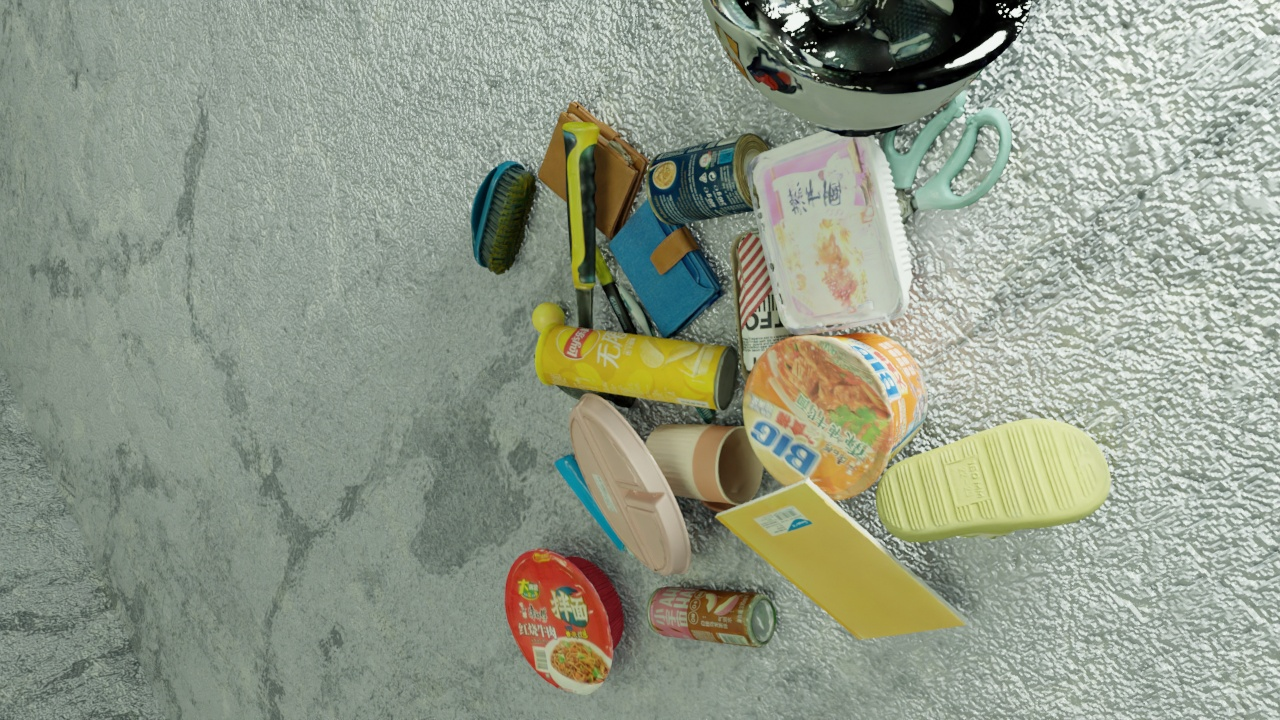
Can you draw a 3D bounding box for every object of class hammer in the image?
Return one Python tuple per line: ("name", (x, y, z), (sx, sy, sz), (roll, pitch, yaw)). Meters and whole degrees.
("hammer", (-0.067, -0.103, 1.038), (0.126, 0.031, 0.324), (10, 115, 24))

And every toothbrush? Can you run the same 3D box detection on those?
("toothbrush", (0.029, -0.010, 1.033), (0.018, 0.016, 0.191), (-41, 75, 29))

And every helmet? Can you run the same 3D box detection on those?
("helmet", (0.163, -0.285, 0.740), (0.274, 0.230, 0.157), (50, 170, 16))

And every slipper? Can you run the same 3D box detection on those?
("slipper", (0.302, 0.110, 0.793), (0.191, 0.081, 0.091), (-17, 65, 28))

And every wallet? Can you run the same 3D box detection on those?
("wallet", (0.026, -0.102, 0.998), (0.107, 0.040, 0.133), (-43, 73, 43))
("wallet", (-0.055, -0.216, 1.041), (0.132, 0.031, 0.108), (42, 128, 24))

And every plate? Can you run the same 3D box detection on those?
("plate", (-0.019, 0.144, 1.033), (0.229, 0.028, 0.230), (50, 157, 30))

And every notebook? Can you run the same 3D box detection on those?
("notebook", (0.185, 0.196, 0.871), (0.206, 0.010, 0.146), (41, 145, -10))

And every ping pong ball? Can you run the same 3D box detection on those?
("ping pong ball", (-0.113, -0.051, 1.125), (0.040, 0.040, 0.040), (12, 108, 38))

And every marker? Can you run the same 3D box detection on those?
("marker", (-0.034, -0.077, 1.068), (0.018, 0.015, 0.124), (-30, 83, 44))

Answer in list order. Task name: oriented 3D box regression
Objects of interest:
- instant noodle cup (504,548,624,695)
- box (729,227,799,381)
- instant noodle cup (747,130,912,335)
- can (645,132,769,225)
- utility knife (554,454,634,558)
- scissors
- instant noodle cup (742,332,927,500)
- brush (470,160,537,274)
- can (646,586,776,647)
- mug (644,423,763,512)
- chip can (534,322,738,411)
("instant noodle cup", (-0.089, 0.328, 1.187), (0.194, 0.065, 0.194), (10, 107, 38))
("box", (0.120, -0.050, 0.919), (0.087, 0.076, 0.163), (-173, 74, -69))
("instant noodle cup", (0.179, -0.117, 0.831), (0.138, 0.060, 0.173), (-9, 96, 48))
("can", (0.071, -0.179, 0.912), (0.111, 0.075, 0.075), (-3, 99, 41))
("utility knife", (-0.055, 0.182, 1.152), (0.159, 0.018, 0.034), (51, 140, 17))
("scissors", (0.260, -0.147, 0.800), (0.130, 0.019, 0.186), (28, 119, 33))
("instant noodle cup", (0.186, 0.041, 0.846), (0.152, 0.111, 0.151), (12, 108, 38))
("brush", (-0.177, -0.181, 1.137), (0.073, 0.055, 0.144), (36, 122, 28))
("can", (0.079, 0.288, 1.038), (0.148, 0.057, 0.058), (-8, 96, 41))
("mug", (0.073, 0.121, 0.995), (0.106, 0.081, 0.114), (0, 131, 42))
("chip can", (-0.006, 0.006, 0.991), (0.214, 0.071, 0.072), (8, 107, 23))
